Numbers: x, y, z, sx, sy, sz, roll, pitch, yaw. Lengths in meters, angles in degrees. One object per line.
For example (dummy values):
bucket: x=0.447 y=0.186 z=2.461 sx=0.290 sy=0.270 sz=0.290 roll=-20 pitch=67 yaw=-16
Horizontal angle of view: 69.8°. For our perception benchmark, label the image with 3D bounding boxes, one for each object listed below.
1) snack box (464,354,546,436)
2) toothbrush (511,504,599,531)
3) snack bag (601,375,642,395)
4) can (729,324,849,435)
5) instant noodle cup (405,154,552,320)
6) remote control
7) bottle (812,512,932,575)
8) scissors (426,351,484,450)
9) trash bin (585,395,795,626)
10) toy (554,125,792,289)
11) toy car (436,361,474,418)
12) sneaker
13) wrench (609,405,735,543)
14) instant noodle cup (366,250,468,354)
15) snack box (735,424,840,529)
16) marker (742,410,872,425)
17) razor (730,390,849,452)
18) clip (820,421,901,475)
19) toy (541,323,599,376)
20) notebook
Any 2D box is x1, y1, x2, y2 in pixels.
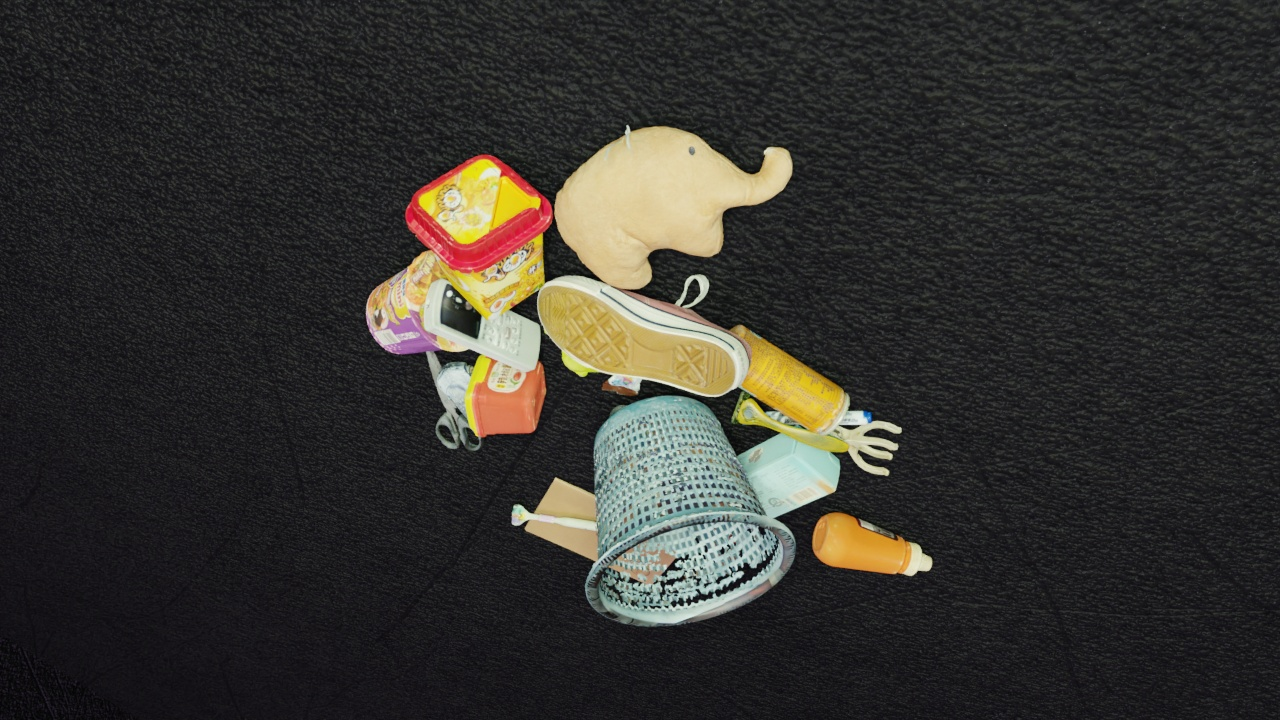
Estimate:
snack box: x=-0.156 y=0.041 z=1.081 sx=0.080 sy=0.091 sz=0.082 roll=5 pitch=135 yaw=5
toothbrush: x=-0.089 y=0.228 z=1.277 sx=0.190 sy=0.029 sz=0.020 roll=7 pitch=177 yaw=12
snack bag: x=-0.006 y=0.006 z=1.036 sx=0.045 sy=0.026 sz=0.106 roll=12 pitch=139 yaw=-19
can: x=0.148 y=0.022 z=0.977 sx=0.146 sy=0.058 sz=0.058 roll=31 pitch=135 yaw=-12
instant noodle cup: x=-0.151 y=-0.114 z=0.900 sx=0.116 sy=0.116 sz=0.124 roll=43 pitch=158 yaw=26
remote control: x=-0.167 y=-0.036 z=0.990 sx=0.021 sy=0.058 sz=0.150 roll=-14 pitch=152 yaw=38
bottle: x=0.292 y=0.235 z=1.141 sx=0.149 sy=0.066 sz=0.067 roll=16 pitch=137 yaw=-7
scissors: x=-0.237 y=0.053 z=1.177 sx=0.133 sy=0.014 sz=0.176 roll=28 pitch=133 yaw=-8
trash bin: x=0.037 y=0.156 z=1.024 sx=0.226 sy=0.194 sz=0.227 roll=-8 pitch=139 yaw=-7
toy: x=0.023 y=-0.151 z=0.841 sx=0.227 sy=0.082 sz=0.143 roll=-22 pitch=126 yaw=31
toy car: x=-0.211 y=0.046 z=1.139 sx=0.049 sy=0.031 sz=0.105 roll=-23 pitch=122 yaw=21
sneaker: x=0.009 y=-0.033 z=0.944 sx=0.241 sy=0.087 sz=0.118 roll=19 pitch=119 yaw=23
wrench: x=0.046 y=0.152 z=1.171 sx=0.056 sy=0.016 sz=0.273 roll=-21 pitch=123 yaw=34
instant noodle cup: x=-0.239 y=-0.056 z=1.006 sx=0.099 sy=0.111 sz=0.111 roll=-12 pitch=129 yaw=40
snack box: x=0.149 y=0.146 z=1.103 sx=0.074 sy=0.051 sz=0.175 roll=40 pitch=133 yaw=-18
marker: x=0.186 y=0.065 z=1.036 sx=0.146 sy=0.016 sz=0.017 roll=-1 pitch=133 yaw=20
razor: x=0.168 y=0.075 z=1.022 sx=0.132 sy=0.028 sz=0.043 roll=22 pitch=107 yaw=11
clip: x=0.246 y=0.100 z=1.039 sx=0.102 sy=0.034 sz=0.095 roll=-6 pitch=130 yaw=30
toy: x=-0.065 y=-0.024 z=1.025 sx=0.100 sy=0.031 sz=0.097 roll=34 pitch=132 yaw=-15
notebook: x=-0.049 y=0.246 z=1.302 sx=0.207 sy=0.008 sz=0.148 roll=26 pitch=136 yaw=-6
